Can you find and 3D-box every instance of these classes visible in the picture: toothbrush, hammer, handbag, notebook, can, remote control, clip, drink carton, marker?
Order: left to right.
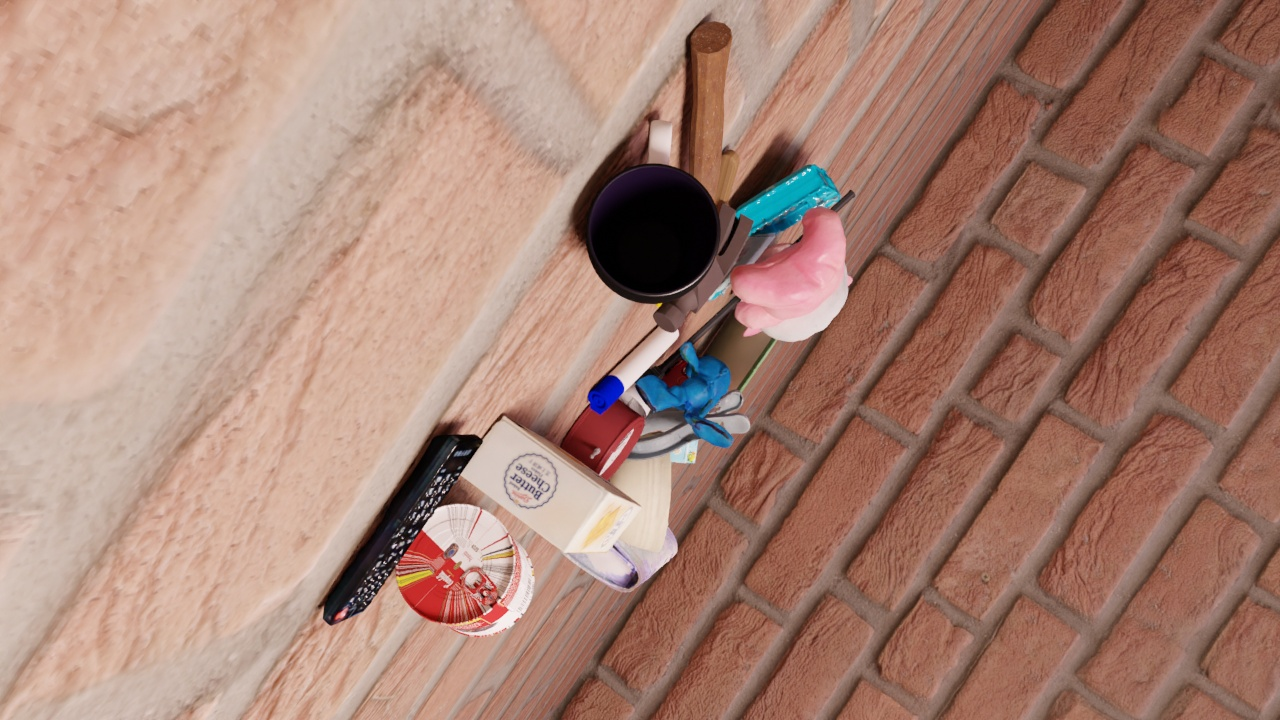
[{"bbox_3d":[-0.161,0.108,0.610,0.150,0.022,0.047,-55,169,5],"label":"remote control"},{"bbox_3d":[-0.132,0.165,0.709,0.086,0.086,0.116,-52,167,-16],"label":"can"},{"bbox_3d":[-0.023,0.237,1.229,0.069,0.126,0.158,-61,165,16],"label":"handbag"},{"bbox_3d":[-0.005,0.005,0.921,0.132,0.023,0.027,-45,160,-41],"label":"marker"},{"bbox_3d":[0.048,0.086,1.174,0.128,0.038,0.044,-102,-162,-67],"label":"drink carton"},{"bbox_3d":[0.044,0.083,1.033,0.163,0.028,0.107,-18,-155,4],"label":"clip"},{"bbox_3d":[0.052,0.040,1.140,0.113,0.063,0.063,-39,160,-53],"label":"can"},{"bbox_3d":[0.050,-0.132,0.710,0.115,0.033,0.323,-51,163,-18],"label":"hammer"},{"bbox_3d":[0.071,-0.139,0.850,0.016,0.016,0.167,-51,168,-22],"label":"toothbrush"},{"bbox_3d":[0.137,-0.029,1.213,0.252,0.010,0.182,-56,-164,2],"label":"notebook"},{"bbox_3d":[0.117,-0.078,1.022,0.325,0.015,0.095,-43,168,1],"label":"hammer"}]

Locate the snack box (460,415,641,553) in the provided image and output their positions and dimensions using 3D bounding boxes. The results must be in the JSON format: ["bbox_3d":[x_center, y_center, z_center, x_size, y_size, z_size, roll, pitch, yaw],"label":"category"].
[{"bbox_3d":[-0.067,0.111,0.772,0.057,0.104,0.208,-54,168,-6],"label":"snack box"}]

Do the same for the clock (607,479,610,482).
[{"bbox_3d":[-0.069,0.160,1.040,0.091,0.044,0.123,-55,168,-1],"label":"clock"}]

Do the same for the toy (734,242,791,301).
[{"bbox_3d":[0.156,-0.108,1.183,0.096,0.053,0.098,-49,174,33],"label":"toy"}]

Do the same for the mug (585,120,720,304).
[{"bbox_3d":[0.008,-0.095,0.609,0.100,0.085,0.119,132,-37,-88],"label":"mug"}]

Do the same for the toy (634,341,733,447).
[{"bbox_3d":[0.064,0.036,0.985,0.071,0.113,0.176,-35,-178,22],"label":"toy"}]

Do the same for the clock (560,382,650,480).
[{"bbox_3d":[-0.034,0.077,0.945,0.137,0.048,0.096,-40,161,-47],"label":"clock"}]

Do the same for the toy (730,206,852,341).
[{"bbox_3d":[0.163,-0.075,0.954,0.142,0.084,0.213,-38,167,0],"label":"toy"}]

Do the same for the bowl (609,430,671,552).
[{"bbox_3d":[-0.010,0.159,1.132,0.151,0.075,0.150,-177,-89,-82],"label":"bowl"}]

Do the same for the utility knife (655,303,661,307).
[{"bbox_3d":[0.026,-0.084,0.835,0.030,0.017,0.163,-41,167,-15],"label":"utility knife"}]

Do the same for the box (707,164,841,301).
[{"bbox_3d":[0.133,-0.140,0.996,0.185,0.056,0.226,-41,176,17],"label":"box"}]
